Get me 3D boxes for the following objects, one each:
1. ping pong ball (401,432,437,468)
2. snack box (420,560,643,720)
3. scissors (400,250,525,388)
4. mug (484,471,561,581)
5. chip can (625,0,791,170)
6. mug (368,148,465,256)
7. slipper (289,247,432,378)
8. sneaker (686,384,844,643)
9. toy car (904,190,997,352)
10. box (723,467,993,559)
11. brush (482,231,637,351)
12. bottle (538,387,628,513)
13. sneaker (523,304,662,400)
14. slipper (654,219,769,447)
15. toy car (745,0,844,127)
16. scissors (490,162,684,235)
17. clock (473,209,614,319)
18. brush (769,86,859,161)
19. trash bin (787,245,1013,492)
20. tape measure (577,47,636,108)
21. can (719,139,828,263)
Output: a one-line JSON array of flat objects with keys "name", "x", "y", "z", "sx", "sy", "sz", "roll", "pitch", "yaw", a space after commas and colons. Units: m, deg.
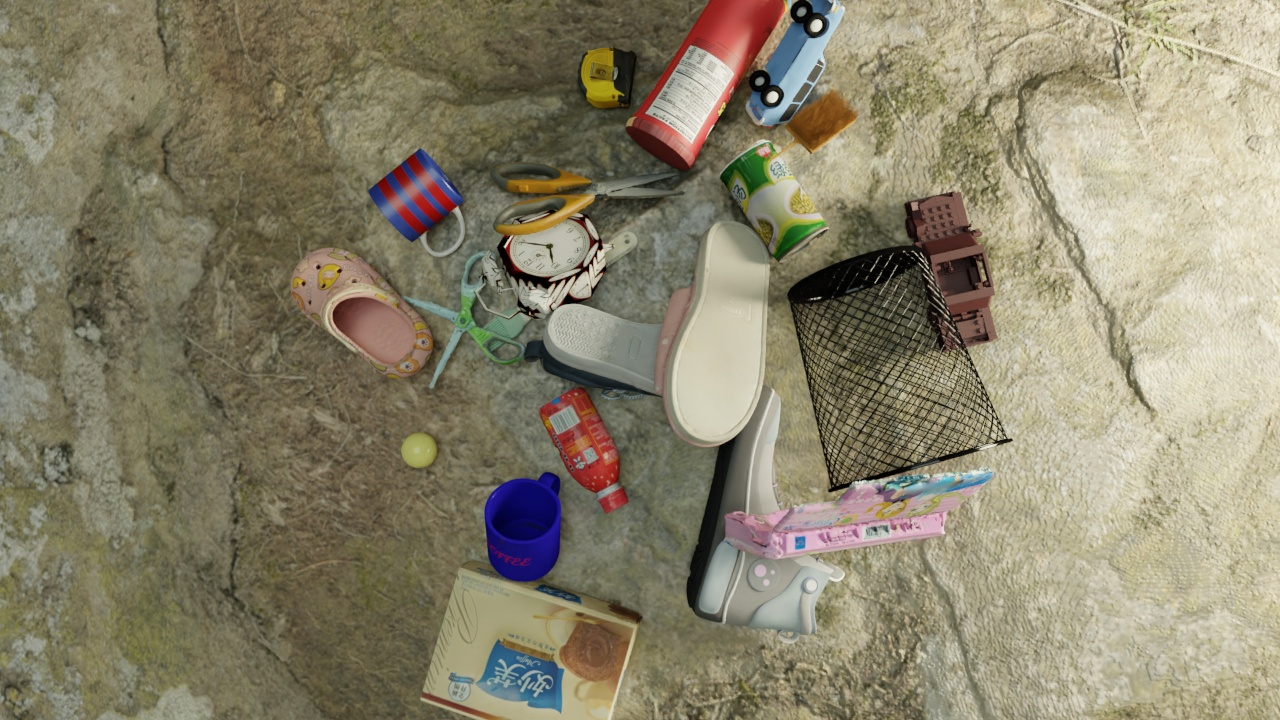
[{"name": "ping pong ball", "x": -0.251, "y": 0.102, "z": 1.040, "sx": 0.040, "sy": 0.040, "sz": 0.040, "roll": 0, "pitch": 87, "yaw": 5}, {"name": "snack box", "x": -0.119, "y": 0.325, "z": 1.007, "sx": 0.207, "sy": 0.055, "sz": 0.153, "roll": 16, "pitch": 88, "yaw": 6}, {"name": "scissors", "x": -0.202, "y": -0.045, "z": 1.050, "sx": 0.171, "sy": 0.021, "sz": 0.173, "roll": 24, "pitch": 91, "yaw": 14}, {"name": "mug", "x": -0.119, "y": 0.172, "z": 0.996, "sx": 0.079, "sy": 0.084, "sz": 0.111, "roll": 22, "pitch": 51, "yaw": 13}, {"name": "chip can", "x": 0.075, "y": -0.322, "z": 1.011, "sx": 0.087, "sy": 0.087, "sz": 0.213, "roll": 32, "pitch": 89, "yaw": 6}, {"name": "mug", "x": -0.243, "y": -0.174, "z": 1.046, "sx": 0.076, "sy": 0.075, "sz": 0.112, "roll": -38, "pitch": 110, "yaw": 2}, {"name": "slipper", "x": -0.321, "y": -0.059, "z": 1.032, "sx": 0.197, "sy": 0.081, "sz": 0.093, "roll": 37, "pitch": 89, "yaw": 11}, {"name": "sneaker", "x": 0.150, "y": 0.165, "z": 0.981, "sx": 0.160, "sy": 0.093, "sz": 0.256, "roll": 16, "pitch": 87, "yaw": -2}, {"name": "toy car", "x": 0.334, "y": -0.098, "z": 0.984, "sx": 0.070, "sy": 0.062, "sz": 0.169, "roll": -13, "pitch": 86, "yaw": 4}, {"name": "box", "x": 0.214, "y": 0.154, "z": 0.888, "sx": 0.230, "sy": 0.161, "sz": 0.061, "roll": -1, "pitch": 72, "yaw": -28}, {"name": "brush", "x": -0.095, "y": -0.080, "z": 1.050, "sx": 0.217, "sy": 0.012, "sz": 0.033, "roll": -35, "pitch": 84, "yaw": 2}, {"name": "bottle", "x": -0.057, "y": 0.101, "z": 1.011, "sx": 0.062, "sy": 0.062, "sz": 0.137, "roll": -27, "pitch": 84, "yaw": 3}, {"name": "sneaker", "x": -0.006, "y": 0.006, "z": 1.002, "sx": 0.235, "sy": 0.088, "sz": 0.089, "roll": 15, "pitch": 57, "yaw": -13}, {"name": "slipper", "x": 0.079, "y": -0.030, "z": 0.970, "sx": 0.114, "sy": 0.055, "sz": 0.273, "roll": 25, "pitch": 59, "yaw": -16}, {"name": "toy car", "x": 0.169, "y": -0.324, "z": 0.992, "sx": 0.054, "sy": 0.056, "sz": 0.154, "roll": 17, "pitch": 122, "yaw": -26}, {"name": "scissors", "x": -0.065, "y": -0.180, "z": 1.016, "sx": 0.225, "sy": 0.016, "sz": 0.174, "roll": 5, "pitch": 44, "yaw": 6}, {"name": "clock", "x": -0.110, "y": -0.095, "z": 1.007, "sx": 0.115, "sy": 0.065, "sz": 0.154, "roll": 37, "pitch": 65, "yaw": 27}, {"name": "brush", "x": 0.187, "y": -0.253, "z": 1.000, "sx": 0.126, "sy": 0.017, "sz": 0.048, "roll": -39, "pitch": 83, "yaw": -27}, {"name": "trash bin", "x": 0.249, "y": 0.008, "z": 0.935, "sx": 0.184, "sy": 0.184, "sz": 0.210, "roll": -17, "pitch": 79, "yaw": 4}, {"name": "tape measure", "x": -0.040, "y": -0.323, "z": 1.046, "sx": 0.064, "sy": 0.037, "sz": 0.065, "roll": 8, "pitch": 87, "yaw": 5}, {"name": "can", "x": 0.145, "y": -0.174, "z": 1.004, "sx": 0.067, "sy": 0.067, "sz": 0.121, "roll": -33, "pitch": 84, "yaw": 3}]
